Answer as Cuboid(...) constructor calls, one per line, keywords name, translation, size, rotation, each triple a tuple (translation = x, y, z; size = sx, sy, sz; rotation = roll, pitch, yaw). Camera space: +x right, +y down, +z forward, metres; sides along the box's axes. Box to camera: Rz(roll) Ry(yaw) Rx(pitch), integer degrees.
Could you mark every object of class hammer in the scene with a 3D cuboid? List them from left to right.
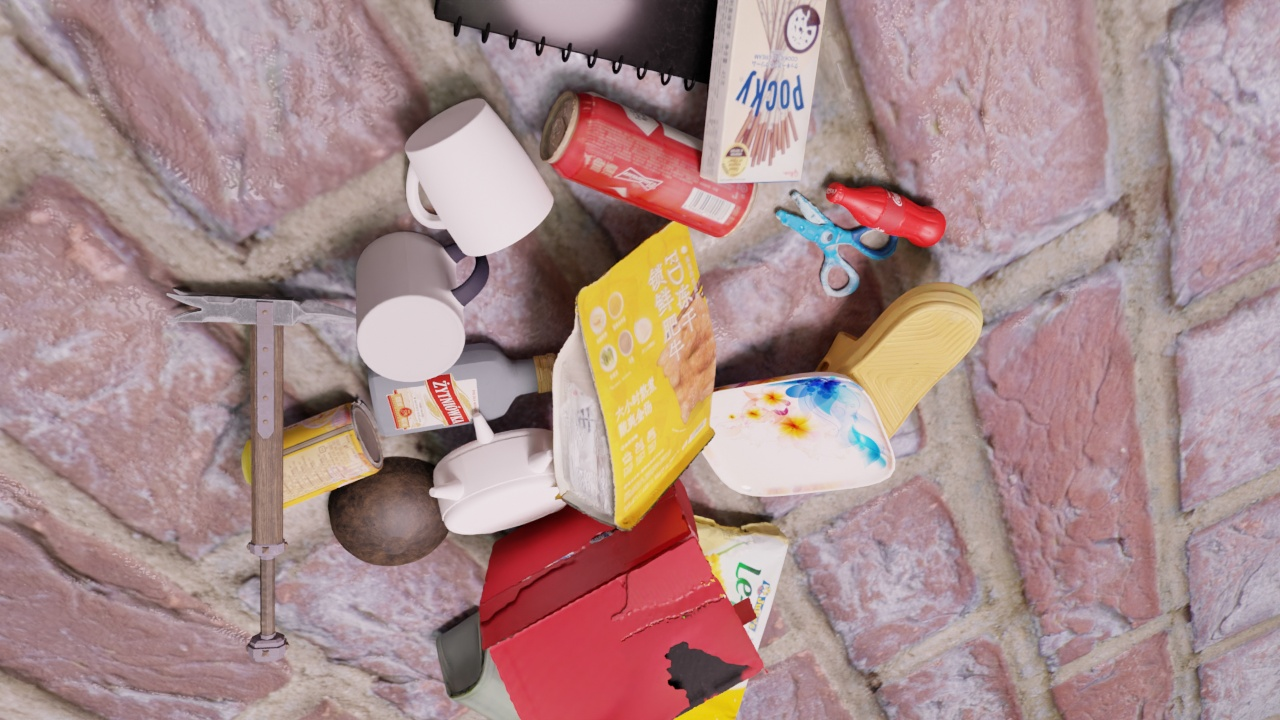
Cuboid(name="hammer", translation=(-0.302, 0.103, 0.753), size=(0.147, 0.028, 0.317), rotation=(2, 103, -15))

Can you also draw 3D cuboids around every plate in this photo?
Cuboid(name="plate", translation=(0.149, 0.075, 0.917), size=(0.187, 0.016, 0.187), rotation=(-10, 136, 24))

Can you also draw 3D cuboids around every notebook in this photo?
Cuboid(name="notebook", translation=(-0.013, -0.285, 0.633), size=(0.231, 0.019, 0.169), rotation=(6, 123, -22))

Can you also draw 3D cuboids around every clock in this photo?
Cuboid(name="clock", translation=(-0.127, 0.106, 0.851), size=(0.125, 0.072, 0.161), rotation=(-18, 158, -4))

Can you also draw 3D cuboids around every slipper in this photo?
Cuboid(name="slipper", translation=(0.228, 0.006, 0.889), size=(0.099, 0.078, 0.264), rotation=(18, 140, -12))

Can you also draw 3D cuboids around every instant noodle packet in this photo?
Cuboid(name="instant noodle packet", translation=(-0.005, 0.005, 0.773), size=(0.162, 0.084, 0.222), rotation=(-41, 140, -43))

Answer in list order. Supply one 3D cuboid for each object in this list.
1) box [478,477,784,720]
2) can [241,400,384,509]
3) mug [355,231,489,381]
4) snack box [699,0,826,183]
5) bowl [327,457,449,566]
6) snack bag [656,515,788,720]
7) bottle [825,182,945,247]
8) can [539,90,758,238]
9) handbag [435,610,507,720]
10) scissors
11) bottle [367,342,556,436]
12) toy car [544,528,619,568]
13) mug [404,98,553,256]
Cuboid(name="box", translation=(-0.032, 0.218, 0.825), size=(0.211, 0.315, 0.124), rotation=(-30, 128, 4))
Cuboid(name="can", translation=(-0.284, 0.083, 0.801), size=(0.105, 0.067, 0.068), rotation=(-21, 130, -1))
Cuboid(name="mug", translation=(-0.167, -0.052, 0.714), size=(0.112, 0.096, 0.078), rotation=(-31, 129, 7))
Cuboid(name="snack box", translation=(0.090, -0.207, 0.674), size=(0.081, 0.026, 0.150), rotation=(-9, 115, -31))
Cuboid(name="bowl", translation=(-0.236, 0.156, 0.879), size=(0.121, 0.056, 0.121), rotation=(-8, 128, -11))
Cuboid(name="snack bag", translation=(0.058, 0.285, 1.011), size=(0.159, 0.068, 0.247), rotation=(17, 90, -31))
Cuboid(name="bottle", translation=(0.215, -0.132, 0.810), size=(0.119, 0.036, 0.036), rotation=(14, 121, -25))
Cuboid(name="can", translation=(0.010, -0.150, 0.712), size=(0.170, 0.067, 0.067), rotation=(16, 120, -27))
Cuboid(name="handbag", translation=(-0.160, 0.348, 1.020), size=(0.067, 0.106, 0.122), rotation=(-34, 129, 6))
Cuboid(name="scissors", translation=(0.179, -0.118, 0.827), size=(0.090, 0.014, 0.141), rotation=(-38, 126, 15))
Cuboid(name="bottle", translation=(-0.152, 0.021, 0.808), size=(0.161, 0.046, 0.072), rotation=(-8, 128, -11))
Cuboid(name="toy car", translation=(-0.048, 0.211, 0.990), size=(0.112, 0.040, 0.048), rotation=(-14, 128, -6))
Cuboid(name="mug", translation=(-0.135, -0.134, 0.683), size=(0.114, 0.080, 0.088), rotation=(-9, 129, 30))
